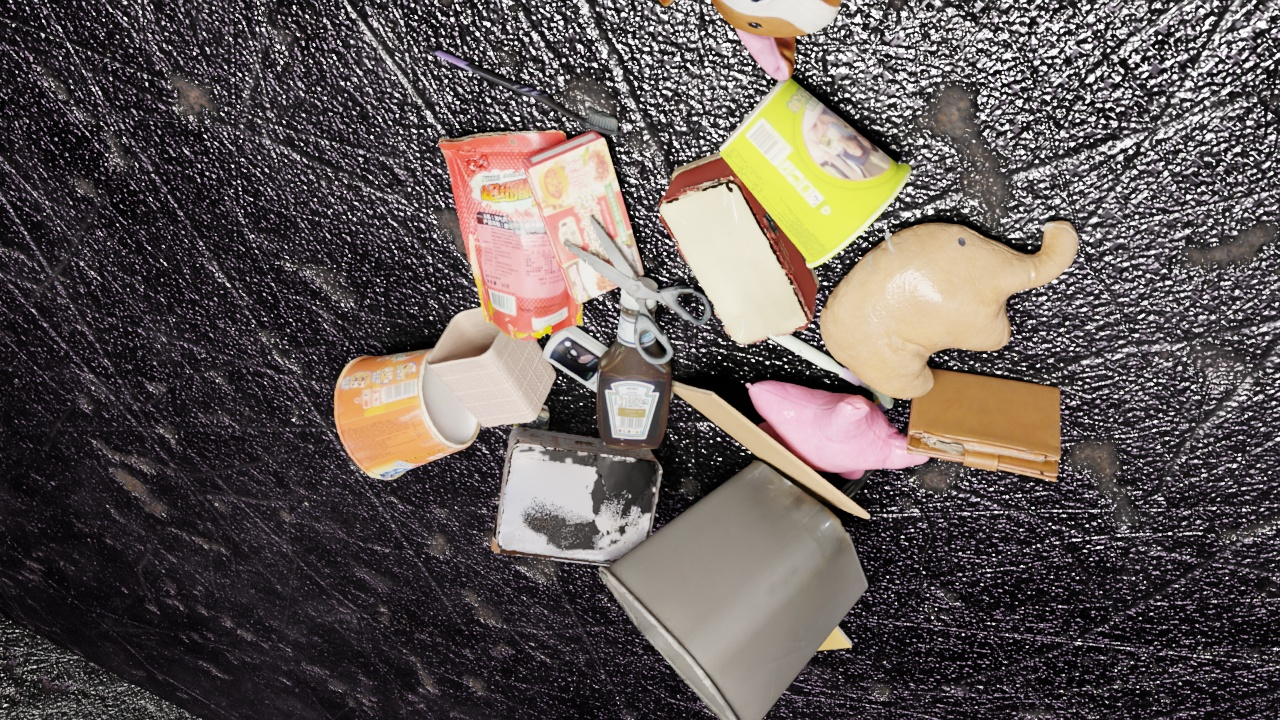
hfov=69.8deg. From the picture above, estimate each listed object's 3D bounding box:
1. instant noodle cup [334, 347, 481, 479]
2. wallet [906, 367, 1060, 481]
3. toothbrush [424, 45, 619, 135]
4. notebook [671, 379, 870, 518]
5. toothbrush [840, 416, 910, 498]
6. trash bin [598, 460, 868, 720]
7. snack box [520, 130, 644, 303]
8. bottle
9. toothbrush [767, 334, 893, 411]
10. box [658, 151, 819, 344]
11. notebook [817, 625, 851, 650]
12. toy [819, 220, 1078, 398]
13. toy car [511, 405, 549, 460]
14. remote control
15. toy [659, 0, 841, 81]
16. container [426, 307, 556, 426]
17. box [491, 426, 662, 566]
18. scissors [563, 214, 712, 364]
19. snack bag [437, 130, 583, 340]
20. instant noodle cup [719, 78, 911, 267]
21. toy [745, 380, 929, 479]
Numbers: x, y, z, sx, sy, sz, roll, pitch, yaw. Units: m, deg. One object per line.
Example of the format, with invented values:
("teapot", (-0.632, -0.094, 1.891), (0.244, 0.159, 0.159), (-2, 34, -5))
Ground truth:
("instant noodle cup", (-0.263, 0.055, 1.070), (0.112, 0.151, 0.151), (-15, 124, 23))
("wallet", (0.317, 0.055, 0.847), (0.132, 0.107, 0.031), (9, 136, 14))
("toothbrush", (-0.104, -0.242, 0.811), (0.189, 0.014, 0.017), (24, 128, 0))
("notebook", (0.130, 0.092, 0.963), (0.211, 0.012, 0.149), (38, 173, -14))
("toothbrush", (0.258, 0.107, 0.988), (0.015, 0.018, 0.182), (24, 137, -4))
("trash bin", (0.108, 0.249, 1.002), (0.199, 0.219, 0.199), (34, 159, 46))
("snack box", (-0.051, -0.131, 0.855), (0.075, 0.025, 0.153), (-25, 129, -9))
("bottle", (-0.006, 0.006, 0.962), (0.080, 0.044, 0.195), (2, 123, -1))
("toothbrush", (0.170, -0.003, 0.917), (0.189, 0.029, 0.020), (31, 93, -6))
("box", (0.088, -0.095, 0.824), (0.091, 0.077, 0.168), (-14, 124, 31))
("notebook", (0.173, 0.332, 1.237), (0.146, 0.010, 0.206), (-20, 121, 36))
("toy", (0.257, -0.058, 0.793), (0.143, 0.082, 0.227), (38, 130, -14))
("toy car", (-0.132, 0.090, 1.118), (0.042, 0.035, 0.091), (20, 134, 6))
("remote control", (-0.037, 0.016, 1.020), (0.150, 0.021, 0.058), (33, 135, -10))
("toy", (0.069, -0.291, 0.624), (0.199, 0.130, 0.140), (36, 129, -26))
("container", (-0.160, 0.009, 1.019), (0.090, 0.090, 0.111), (-9, 130, 29))
("box", (-0.080, 0.159, 1.108), (0.180, 0.205, 0.158), (7, 94, -7))
("scissors", (-0.003, -0.063, 0.885), (0.163, 0.014, 0.166), (-3, 116, -21))
("snack bag", (-0.117, -0.122, 0.898), (0.129, 0.073, 0.208), (3, 124, 11))
("instant noodle cup", (0.132, -0.157, 0.735), (0.123, 0.111, 0.112), (43, 133, -7))
("toy", (0.185, 0.066, 0.917), (0.178, 0.074, 0.195), (27, 162, -6))
